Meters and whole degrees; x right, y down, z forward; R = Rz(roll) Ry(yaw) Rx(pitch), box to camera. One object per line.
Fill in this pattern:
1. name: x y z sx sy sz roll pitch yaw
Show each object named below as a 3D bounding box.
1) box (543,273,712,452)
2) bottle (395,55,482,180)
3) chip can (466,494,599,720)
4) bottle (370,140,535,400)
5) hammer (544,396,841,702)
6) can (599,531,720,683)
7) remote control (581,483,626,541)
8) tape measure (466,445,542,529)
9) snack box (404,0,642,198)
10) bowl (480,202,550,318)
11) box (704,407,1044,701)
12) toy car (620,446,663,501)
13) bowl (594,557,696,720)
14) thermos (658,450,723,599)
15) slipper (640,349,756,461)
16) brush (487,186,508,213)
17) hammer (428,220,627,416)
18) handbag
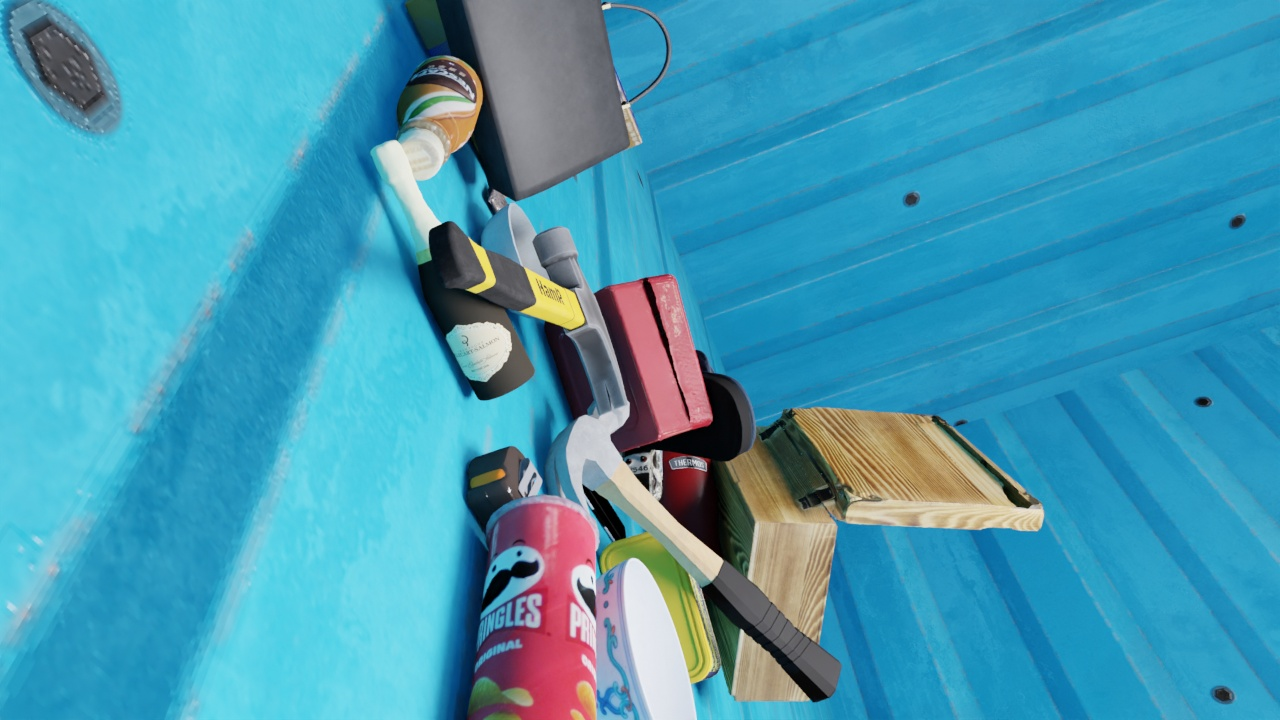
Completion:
1. box: -0.012 0.008 0.898 0.097 0.130 0.157 -11 82 -37
2. bottle: -0.155 -0.180 0.688 0.166 0.059 0.059 -95 163 -57
3. chip can: -0.058 0.177 0.492 0.232 0.073 0.073 -94 163 -56
4. bottle: -0.132 -0.062 0.627 0.045 0.045 0.184 -82 148 -71
5. hammer: 0.051 0.174 0.796 0.328 0.039 0.130 44 39 -8
6. can: 0.022 0.235 0.853 0.104 0.075 0.135 56 17 -67
7. remote control: -0.038 0.139 0.884 0.028 0.012 0.124 -100 167 -47
8. tape measure: -0.086 0.087 0.610 0.058 0.038 0.058 -96 164 -56
9. snack box: -0.107 -0.281 0.883 0.069 0.155 0.203 -96 165 -58
10. bowl: -0.112 -0.083 0.815 0.106 0.039 0.106 -18 89 -81
11. box: 0.255 0.208 1.122 0.279 0.336 0.286 -104 -164 -71
12. toy car: -0.001 0.112 1.021 0.040 0.048 0.112 67 16 -44
13. bowl: -0.019 0.216 0.628 0.144 0.074 0.144 -18 89 -81
14. thermos: 0.050 0.187 1.109 0.108 0.084 0.198 113 -23 -48
15. slipper: 0.048 0.039 0.978 0.266 0.083 0.109 11 -69 54
16. brush: -0.119 -0.114 0.925 0.038 0.012 0.151 -100 167 -49
17. hammer: -0.077 -0.044 0.672 0.324 0.034 0.169 20 48 -78
18. handbag: -0.058 -0.262 0.818 0.072 0.195 0.176 37 -34 54
